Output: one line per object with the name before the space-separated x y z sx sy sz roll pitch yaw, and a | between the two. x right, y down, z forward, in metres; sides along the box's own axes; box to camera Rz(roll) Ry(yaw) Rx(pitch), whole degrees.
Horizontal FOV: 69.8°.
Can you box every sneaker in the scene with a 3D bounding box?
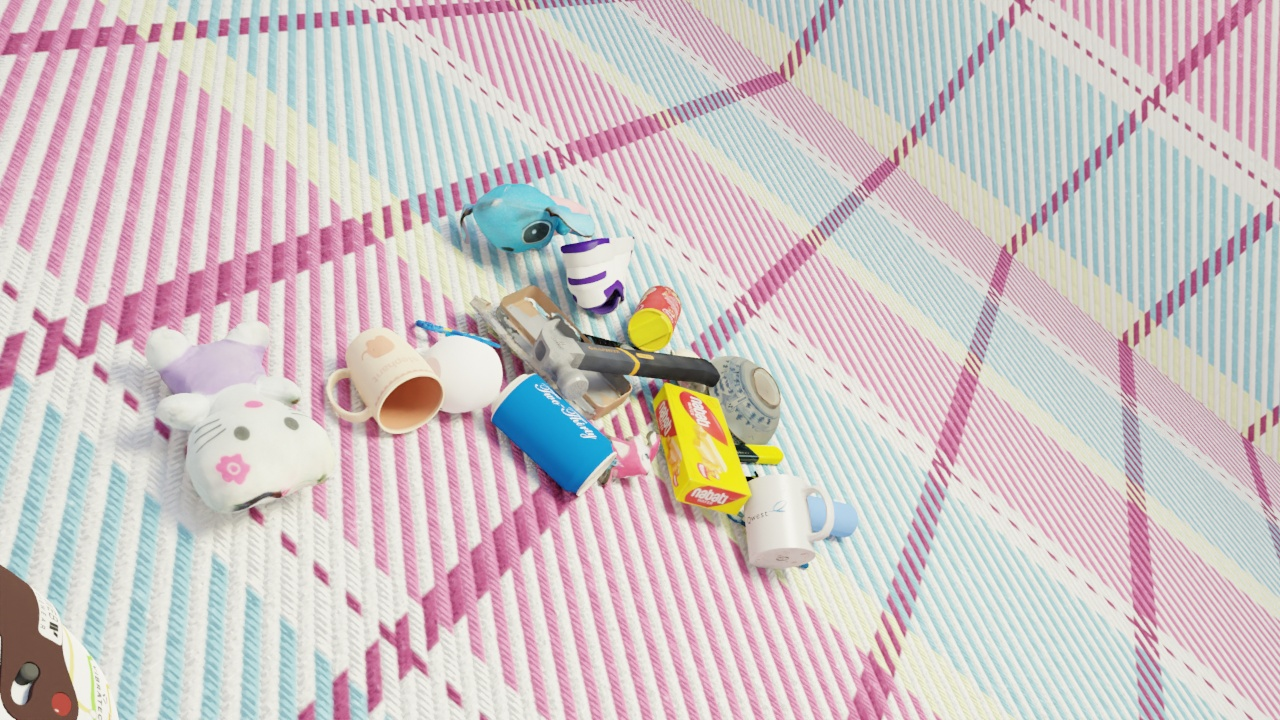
sneaker | -0.054 -0.127 1.401 0.243 0.092 0.111 -32 113 -76

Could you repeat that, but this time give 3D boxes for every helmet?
helmet | -0.408 0.235 0.493 0.236 0.231 0.314 47 19 -51

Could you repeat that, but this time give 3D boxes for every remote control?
remote control | -0.027 -0.007 1.338 0.140 0.021 0.045 13 36 -38

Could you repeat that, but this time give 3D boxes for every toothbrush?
toothbrush | 0.171 0.236 1.218 0.132 0.016 0.021 34 48 -2

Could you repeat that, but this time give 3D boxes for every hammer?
hammer | -0.007 0.007 1.226 0.311 0.035 0.139 8 33 -42

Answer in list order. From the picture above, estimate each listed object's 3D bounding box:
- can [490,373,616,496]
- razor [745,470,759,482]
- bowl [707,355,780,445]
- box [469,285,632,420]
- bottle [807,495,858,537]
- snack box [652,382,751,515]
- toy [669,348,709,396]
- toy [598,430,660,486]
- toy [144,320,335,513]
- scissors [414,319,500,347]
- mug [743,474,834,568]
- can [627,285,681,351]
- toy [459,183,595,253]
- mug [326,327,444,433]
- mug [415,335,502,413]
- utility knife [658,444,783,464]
can | -0.105 0.087 1.094 0.146 0.079 0.078 42 33 8
razor | 0.112 0.157 1.259 0.144 0.021 0.044 19 23 -25
bowl | 0.168 0.051 1.372 0.150 0.057 0.150 34 40 -34
box | -0.121 -0.010 1.219 0.216 0.071 0.156 46 17 14
bottle | 0.240 0.214 1.280 0.131 0.048 0.048 16 38 -28
snack box | 0.078 0.115 1.227 0.092 0.042 0.200 18 31 -22
toy | 0.079 0.019 1.375 0.112 0.050 0.087 10 44 -55
toy | -0.005 0.122 1.152 0.102 0.065 0.050 -9 30 -45
toy | -0.386 0.056 0.873 0.137 0.086 0.209 -10 52 -45
scissors | -0.224 -0.030 1.152 0.125 0.014 0.130 17 5 27
mug | 0.190 0.201 1.165 0.083 0.120 0.096 31 46 -44
can | 0.023 -0.065 1.398 0.066 0.067 0.124 33 24 -4
toy | -0.148 -0.203 1.335 0.224 0.099 0.191 1 2 27
mug | -0.290 0.023 1.015 0.111 0.085 0.104 -28 54 -23
mug | -0.225 0.010 1.083 0.124 0.090 0.076 29 15 38
utility knife | 0.115 0.129 1.297 0.233 0.020 0.028 8 37 -37
